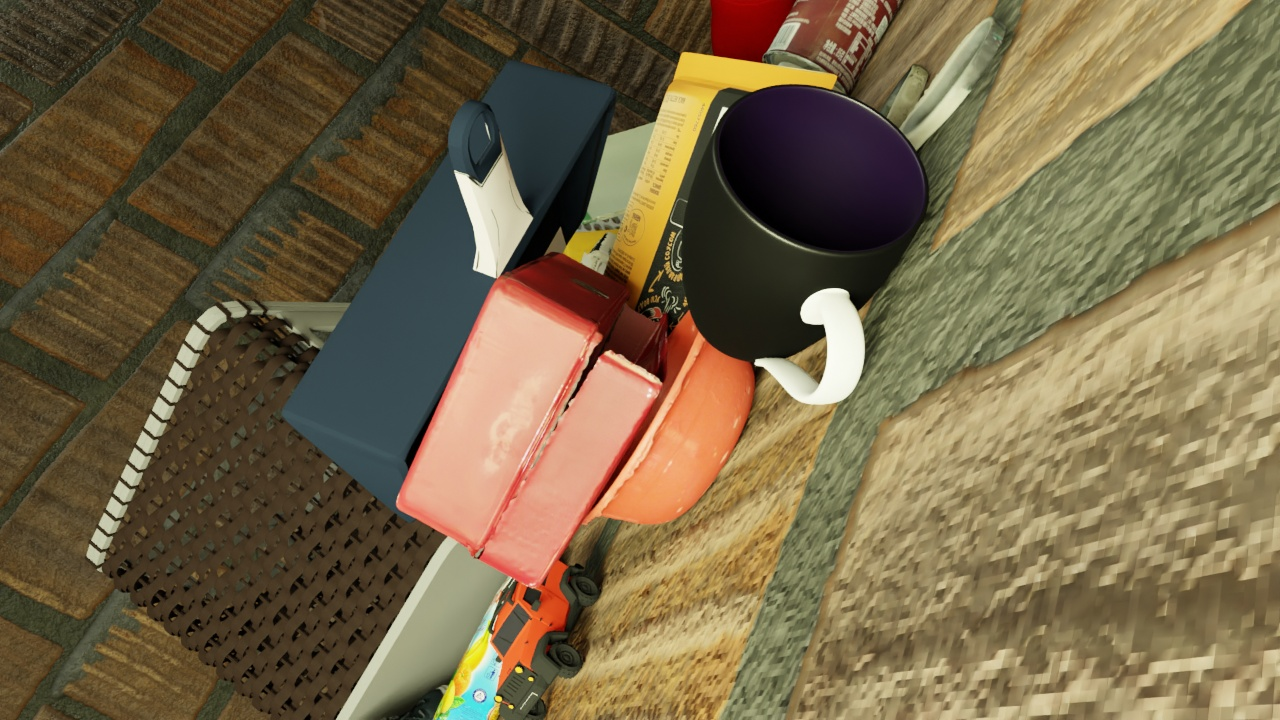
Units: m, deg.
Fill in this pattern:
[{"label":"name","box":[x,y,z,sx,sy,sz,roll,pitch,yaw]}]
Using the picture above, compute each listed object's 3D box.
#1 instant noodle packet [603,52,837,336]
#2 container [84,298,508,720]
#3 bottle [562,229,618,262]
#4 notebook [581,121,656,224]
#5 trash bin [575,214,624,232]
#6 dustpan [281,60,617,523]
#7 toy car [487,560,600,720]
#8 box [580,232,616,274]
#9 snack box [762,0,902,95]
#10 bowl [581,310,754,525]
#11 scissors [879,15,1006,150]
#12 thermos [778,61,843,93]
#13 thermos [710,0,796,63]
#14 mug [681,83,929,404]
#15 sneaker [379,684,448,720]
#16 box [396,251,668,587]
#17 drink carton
[{"label":"instant noodle packet","box":[0.027,-0.074,0.560,0.160,0.032,0.221,38,112,55]},{"label":"container","box":[-0.222,0.122,0.735,0.246,0.243,0.247,-58,-17,15]},{"label":"bottle","box":[-0.003,-0.108,0.895,0.043,0.143,0.043,173,91,-76]},{"label":"notebook","box":[0.007,-0.195,0.896,0.182,0.010,0.252,-18,28,-6]},{"label":"trash bin","box":[-0.014,-0.143,1.060,0.183,0.156,0.156,-55,7,15]},{"label":"dustpan","box":[-0.081,-0.045,0.490,0.273,0.080,0.235,73,-140,-61]},{"label":"toy car","box":[-0.059,0.153,0.516,0.051,0.049,0.100,-57,7,23]},{"label":"box","box":[-0.071,-0.042,0.829,0.104,0.187,0.144,-60,-2,-40]},{"label":"snack box","box":[0.147,-0.253,0.663,0.121,0.072,0.072,-61,6,0]},{"label":"bowl","box":[0.019,0.034,0.462,0.130,0.045,0.130,-59,6,10]},{"label":"scissors","box":[0.117,-0.096,0.442,0.172,0.012,0.157,-54,8,44]},{"label":"thermos","box":[0.057,-0.081,0.608,0.231,0.068,0.067,-55,8,30]},{"label":"thermos","box":[0.109,-0.276,0.752,0.108,0.084,0.198,-29,-20,2]},{"label":"mug","box":[0.059,-0.031,0.366,0.100,0.085,0.118,110,156,-58]},{"label":"sneaker","box":[-0.174,0.286,0.622,0.089,0.087,0.235,-59,6,3]},{"label":"box","box":[-0.048,0.021,0.471,0.157,0.087,0.129,-85,21,-77]},{"label":"drink carton","box":[-0.100,0.205,0.644,0.128,0.038,0.044,-63,7,-30]}]
